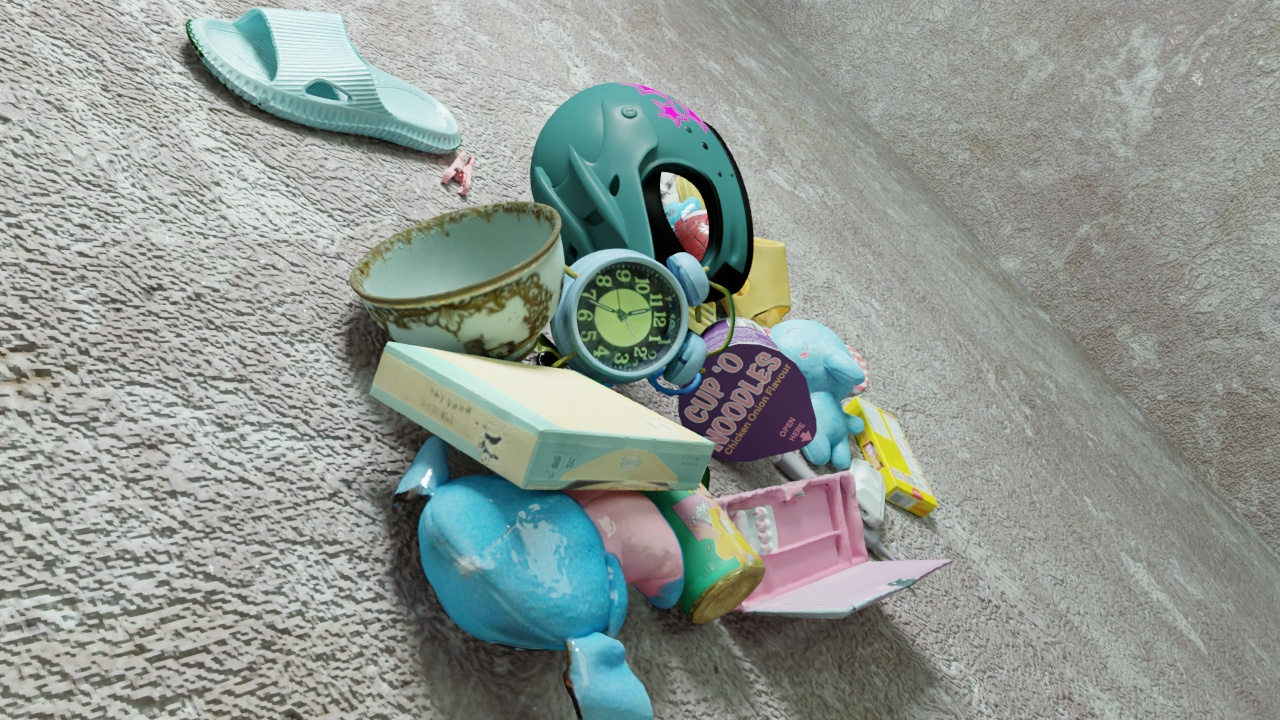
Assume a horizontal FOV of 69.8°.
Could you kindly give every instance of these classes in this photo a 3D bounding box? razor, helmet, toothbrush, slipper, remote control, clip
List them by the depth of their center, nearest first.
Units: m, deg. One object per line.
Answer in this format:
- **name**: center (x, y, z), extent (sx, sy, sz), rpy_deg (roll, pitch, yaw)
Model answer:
- **razor**: center (-0.081, 0.027, 0.745), extent (0.044, 0.021, 0.143), rpy_deg (46, 24, -24)
- **slipper**: center (-0.273, -0.262, 0.855), extent (0.275, 0.070, 0.116), rpy_deg (7, 47, -49)
- **clip**: center (-0.185, -0.190, 0.916), extent (0.045, 0.023, 0.060), rpy_deg (17, 43, -41)
- **helmet**: center (-0.011, -0.157, 0.928), extent (0.199, 0.177, 0.274), rpy_deg (-1, 58, -35)
- **toothbrush**: center (0.212, 0.161, 0.934), extent (0.188, 0.019, 0.018), rpy_deg (43, 44, 1)
- **remote control**: center (0.242, 0.137, 0.980), extent (0.050, 0.022, 0.133), rpy_deg (45, 18, 5)
- **remote control**: center (0.064, -0.058, 1.056), extent (0.058, 0.013, 0.133), rpy_deg (33, 30, -18)
- **slipper**: center (0.128, -0.131, 1.119), extent (0.099, 0.079, 0.263), rpy_deg (-15, 79, -53)

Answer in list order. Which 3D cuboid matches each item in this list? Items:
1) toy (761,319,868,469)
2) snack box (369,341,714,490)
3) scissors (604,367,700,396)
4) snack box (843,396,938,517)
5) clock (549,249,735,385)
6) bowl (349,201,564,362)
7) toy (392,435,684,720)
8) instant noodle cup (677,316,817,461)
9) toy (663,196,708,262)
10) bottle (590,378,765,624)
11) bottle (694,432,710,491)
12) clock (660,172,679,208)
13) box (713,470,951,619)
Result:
- **toy**: center (0.198, 0.029, 1.021), extent (0.183, 0.115, 0.180), rpy_deg (11, 52, -30)
- **snack box**: center (-0.058, 0.039, 0.610), extent (0.141, 0.044, 0.193), rpy_deg (25, 8, 34)
- **scissors**: center (-0.007, -0.004, 0.825), extent (0.125, 0.016, 0.123), rpy_deg (6, 49, -1)
- **snack box**: center (0.300, 0.114, 1.106), extent (0.075, 0.025, 0.152), rpy_deg (26, 32, -28)
- **clock**: center (0.001, -0.037, 0.776), extent (0.162, 0.118, 0.060), rpy_deg (-2, 3, -15)
- **bowl**: center (-0.124, -0.045, 0.690), extent (0.159, 0.160, 0.094), rpy_deg (-79, 159, -58)
- **toy**: center (-0.046, 0.126, 0.569), extent (0.224, 0.099, 0.191), rpy_deg (42, 21, 24)
- **instant noodle cup**: center (0.102, 0.020, 0.902), extent (0.137, 0.122, 0.121), rpy_deg (27, 21, -11)
- **toy**: center (0.055, -0.143, 1.071), extent (0.133, 0.092, 0.062), rpy_deg (48, -5, 40)
- **bottle**: center (0.008, 0.099, 0.706), extent (0.068, 0.068, 0.209), rpy_deg (4, 40, -50)
- **bottle**: center (0.044, 0.102, 0.789), extent (0.033, 0.033, 0.122), rpy_deg (36, 28, -12)
- **clock**: center (0.065, -0.212, 1.220), extent (0.159, 0.061, 0.119), rpy_deg (21, 35, -36)
- **box**: center (0.165, 0.148, 0.773), extent (0.232, 0.116, 0.106), rpy_deg (2, 75, -52)
